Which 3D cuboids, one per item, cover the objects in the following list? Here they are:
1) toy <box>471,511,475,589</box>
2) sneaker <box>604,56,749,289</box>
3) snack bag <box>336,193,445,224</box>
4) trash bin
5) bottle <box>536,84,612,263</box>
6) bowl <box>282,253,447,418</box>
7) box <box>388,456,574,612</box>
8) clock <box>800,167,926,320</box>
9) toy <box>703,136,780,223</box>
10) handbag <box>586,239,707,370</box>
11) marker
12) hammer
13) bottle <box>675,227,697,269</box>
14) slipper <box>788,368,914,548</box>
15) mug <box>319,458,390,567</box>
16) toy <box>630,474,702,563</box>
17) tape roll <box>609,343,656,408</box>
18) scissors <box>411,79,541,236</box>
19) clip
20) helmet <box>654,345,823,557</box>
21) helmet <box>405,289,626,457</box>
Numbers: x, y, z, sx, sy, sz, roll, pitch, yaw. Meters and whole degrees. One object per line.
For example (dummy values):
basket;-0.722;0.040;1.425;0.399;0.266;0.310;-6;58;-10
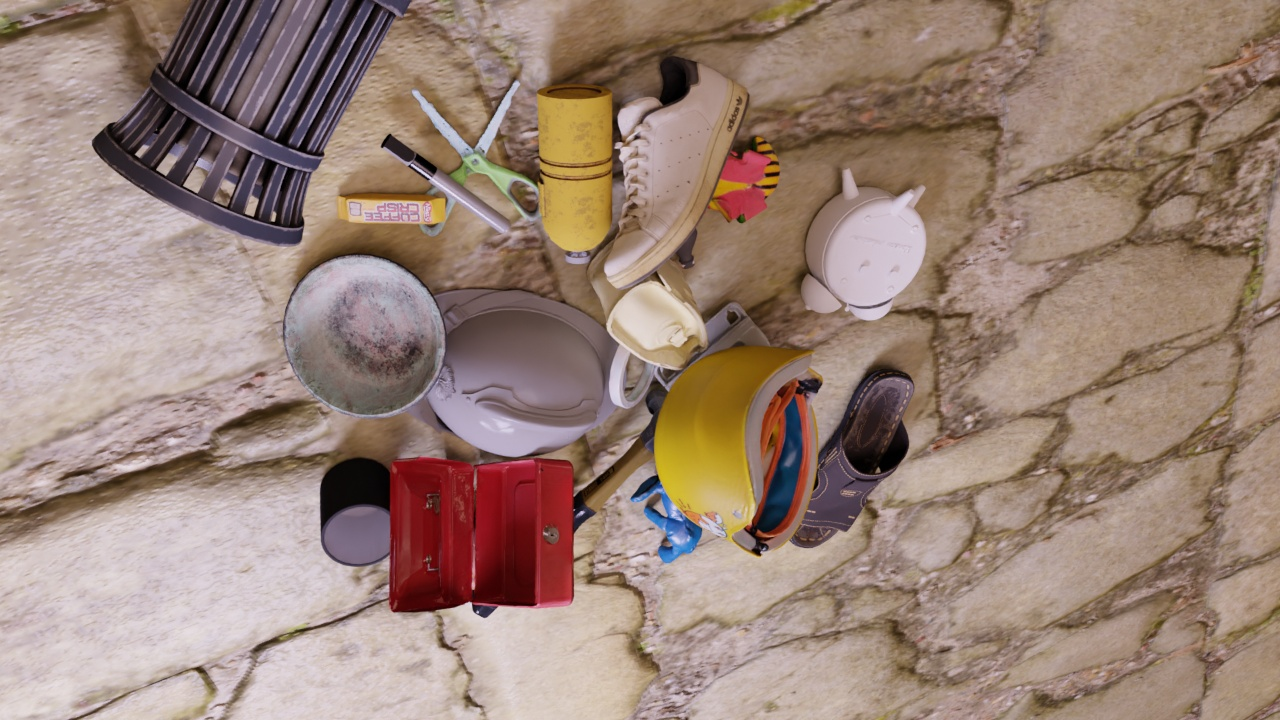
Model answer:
toy;-0.205;0.214;1.057;0.090;0.070;0.103;-41;100;20
sneaker;0.014;-0.184;0.850;0.102;0.089;0.241;34;70;-22
snack bag;-0.233;-0.141;0.855;0.099;0.020;0.026;1;117;-7
trash bin;-0.291;-0.230;0.717;0.164;0.164;0.228;27;102;-29
bottle;-0.063;-0.174;0.877;0.071;0.071;0.164;-8;119;-16
bowl;-0.258;-0.025;0.879;0.157;0.038;0.157;1;102;4
box;-0.150;0.178;0.954;0.168;0.154;0.157;-5;81;12
clock;0.252;-0.121;1.015;0.125;0.073;0.161;7;114;-23
toy;0.099;-0.185;0.946;0.103;0.046;0.084;-28;103;-7
handbag;0.011;-0.062;0.933;0.111;0.119;0.081;35;109;-30
marker;-0.179;-0.163;0.858;0.140;0.016;0.016;35;101;-31
hammer;-0.077;0.178;1.047;0.333;0.117;0.025;-45;119;13
bottle;0.037;-0.145;0.947;0.036;0.036;0.110;-22;122;-8
slipper;0.271;0.135;1.157;0.113;0.075;0.268;16;111;-26
mug;-0.280;0.163;0.969;0.113;0.088;0.078;22;108;-28
toy;0.039;0.182;1.108;0.112;0.071;0.176;-19;122;-22
tape roll;-0.006;0.006;0.991;0.092;0.013;0.093;-48;147;-46
scissors;-0.159;-0.186;0.868;0.174;0.022;0.171;-39;121;10
clip;0.099;0.020;1.046;0.124;0.072;0.143;-38;115;1
helmet;0.096;0.088;0.950;0.208;0.140;0.240;-66;154;-22
helmet;-0.128;0.034;0.936;0.271;0.117;0.184;12;112;-23
